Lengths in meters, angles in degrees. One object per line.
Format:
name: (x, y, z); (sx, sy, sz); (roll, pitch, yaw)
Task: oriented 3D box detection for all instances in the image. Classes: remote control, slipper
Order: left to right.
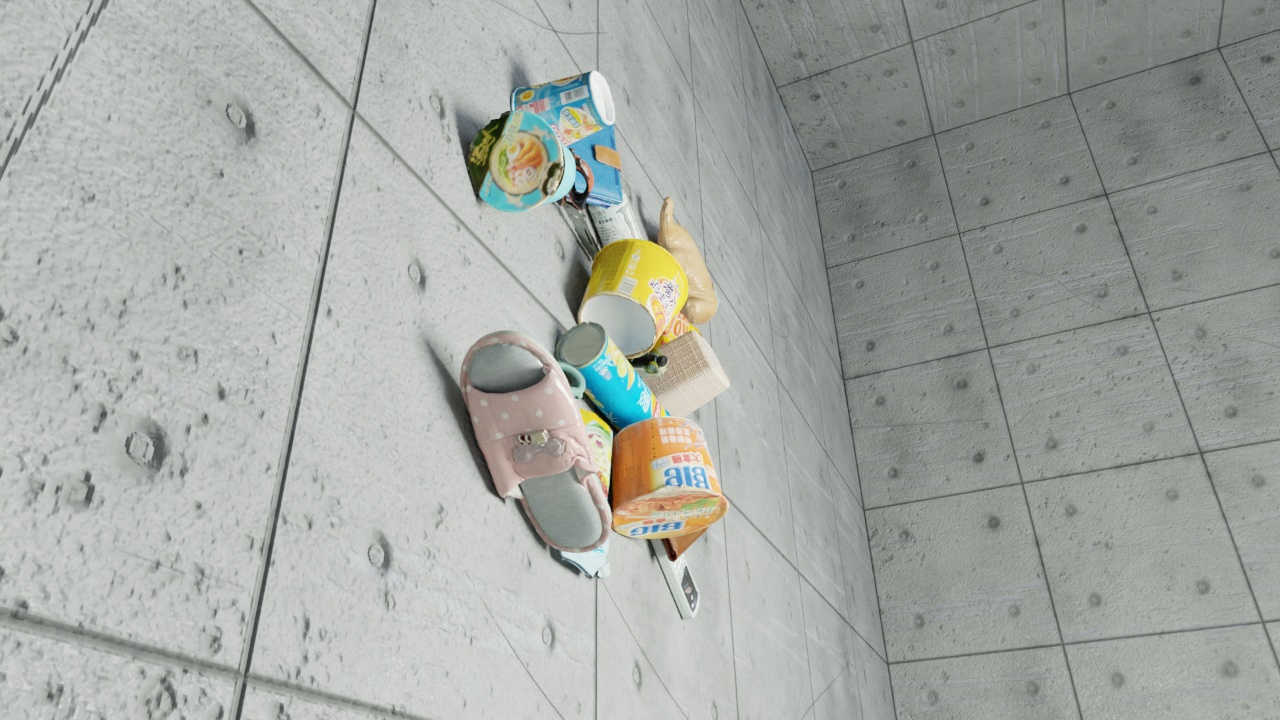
slipper: (-0.100, 0.094, 0.903); (0.054, 0.114, 0.275); (-79, 155, -57)
remote control: (0.051, 0.294, 1.301); (0.058, 0.021, 0.150); (-62, 134, -61)

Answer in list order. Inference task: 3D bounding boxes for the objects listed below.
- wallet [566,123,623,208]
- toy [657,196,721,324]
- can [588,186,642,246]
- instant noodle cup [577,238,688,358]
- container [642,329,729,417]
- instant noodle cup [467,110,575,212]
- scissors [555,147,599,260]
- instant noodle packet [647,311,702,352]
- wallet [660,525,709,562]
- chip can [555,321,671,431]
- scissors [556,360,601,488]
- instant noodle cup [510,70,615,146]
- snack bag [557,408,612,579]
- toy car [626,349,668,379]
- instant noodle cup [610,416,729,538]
wallet: (-0.076, -0.281, 1.272); (0.106, 0.040, 0.133); (9, 66, -36)
toy: (0.071, -0.170, 1.575); (0.143, 0.082, 0.226); (-73, 143, -76)
can: (-0.028, -0.178, 1.346); (0.058, 0.058, 0.147); (-63, 135, -61)
instant noodle cup: (-0.015, -0.076, 1.219); (0.138, 0.138, 0.109); (64, 31, -31)
container: (0.059, 0.023, 1.335); (0.090, 0.111, 0.089); (43, 18, -56)
instant noodle cup: (-0.126, -0.223, 1.059); (0.120, 0.111, 0.111); (-28, 104, -77)
scissors: (-0.078, -0.201, 1.201); (0.206, 0.193, 0.015); (38, 61, -19)
instant noodle packet: (0.051, -0.026, 1.444); (0.128, 0.044, 0.110); (43, 59, -54)
wallet: (0.040, 0.204, 1.274); (0.124, 0.032, 0.101); (61, 30, 1)
chip can: (-0.029, 0.039, 1.180); (0.210, 0.071, 0.071); (53, 30, -47)
scissors: (-0.090, 0.068, 1.026); (0.170, 0.019, 0.179); (47, 38, -27)
instant noodle cup: (-0.096, -0.323, 1.183); (0.099, 0.110, 0.099); (-13, 90, -69)
snack bag: (-0.060, 0.158, 1.073); (0.110, 0.039, 0.190); (65, 22, -54)
toy car: (-0.007, 0.007, 1.234); (0.042, 0.090, 0.035); (-76, 163, -57)
instant noodle cup: (0.028, 0.147, 1.165); (0.151, 0.151, 0.111); (47, 28, -53)
